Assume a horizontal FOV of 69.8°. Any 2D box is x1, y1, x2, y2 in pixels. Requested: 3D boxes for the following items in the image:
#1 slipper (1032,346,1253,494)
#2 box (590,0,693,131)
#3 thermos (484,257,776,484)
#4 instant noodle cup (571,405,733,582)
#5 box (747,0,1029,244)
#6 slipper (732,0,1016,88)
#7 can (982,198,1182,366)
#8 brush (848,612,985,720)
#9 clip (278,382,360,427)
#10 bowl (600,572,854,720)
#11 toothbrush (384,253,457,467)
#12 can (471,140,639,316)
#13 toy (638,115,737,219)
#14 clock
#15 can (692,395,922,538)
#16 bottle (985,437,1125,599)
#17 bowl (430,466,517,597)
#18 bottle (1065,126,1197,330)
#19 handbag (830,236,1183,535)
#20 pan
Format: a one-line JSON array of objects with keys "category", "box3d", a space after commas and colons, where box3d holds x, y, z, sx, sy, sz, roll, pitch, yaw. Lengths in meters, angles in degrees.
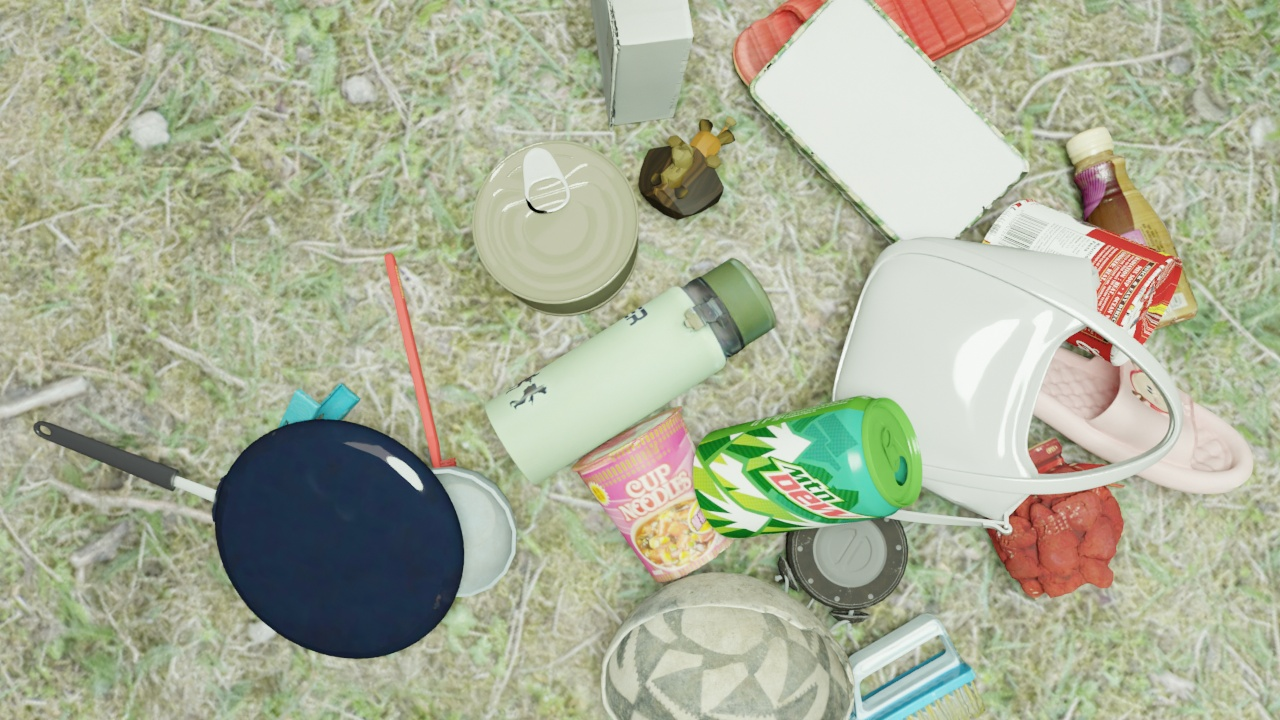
[{"category": "slipper", "box3d": [0.350, 0.023, 0.695, 0.222, 0.056, 0.106, 28, 41, 13]}, {"category": "box", "box3d": [-0.001, -0.384, 0.716, 0.098, 0.166, 0.368, -2, 85, -4]}, {"category": "thermos", "box3d": [-0.004, 0.004, 0.714, 0.231, 0.082, 0.082, -31, 83, -2]}, {"category": "instant noodle cup", "box3d": [0.015, 0.105, 0.701, 0.097, 0.098, 0.108, -29, 91, -2]}, {"category": "box", "box3d": [0.191, -0.181, 0.717, 0.205, 0.051, 0.118, 42, 102, -5]}, {"category": "slipper", "box3d": [0.198, -0.280, 0.753, 0.249, 0.059, 0.103, -20, 83, -2]}, {"category": "can", "box3d": [0.322, -0.061, 0.686, 0.116, 0.086, 0.086, 35, 85, 37]}, {"category": "brush", "box3d": [0.183, 0.257, 0.693, 0.136, 0.055, 0.075, -30, 88, -1]}, {"category": "clip", "box3d": [-0.280, 0.071, 0.720, 0.027, 0.102, 0.119, 39, 99, 7]}, {"category": "bowl", "box3d": [0.062, 0.218, 0.677, 0.178, 0.081, 0.179, 3, 118, 5]}, {"category": "toothbrush", "box3d": [-0.178, 0.012, 0.755, 0.018, 0.012, 0.212, -15, 83, 0]}, {"category": "can", "box3d": [-0.064, -0.102, 0.733, 0.128, 0.073, 0.127, 0, 83, 2]}, {"category": "toy", "box3d": [0.044, -0.162, 0.745, 0.076, 0.062, 0.100, 33, 80, 24]}, {"category": "clock", "box3d": [0.155, 0.150, 0.712, 0.091, 0.044, 0.122, 34, 86, 6]}, {"category": "can", "box3d": [0.115, 0.076, 0.646, 0.144, 0.082, 0.083, -18, 81, 40]}, {"category": "bottle", "box3d": [0.315, 0.120, 0.692, 0.099, 0.099, 0.111, -25, 73, -1]}, {"category": "bowl", "box3d": [-0.145, 0.128, 0.719, 0.106, 0.039, 0.106, 2, 104, 6]}, {"category": "bottle", "box3d": [0.381, -0.103, 0.726, 0.059, 0.059, 0.166, -17, 82, 0]}, {"category": "handbag", "box3d": [0.255, 0.027, 0.650, 0.223, 0.095, 0.216, 20, 99, 30]}, {"category": "pan", "box3d": [-0.307, 0.114, 0.705, 0.356, 0.021, 0.199, 20, 107, 3]}]
